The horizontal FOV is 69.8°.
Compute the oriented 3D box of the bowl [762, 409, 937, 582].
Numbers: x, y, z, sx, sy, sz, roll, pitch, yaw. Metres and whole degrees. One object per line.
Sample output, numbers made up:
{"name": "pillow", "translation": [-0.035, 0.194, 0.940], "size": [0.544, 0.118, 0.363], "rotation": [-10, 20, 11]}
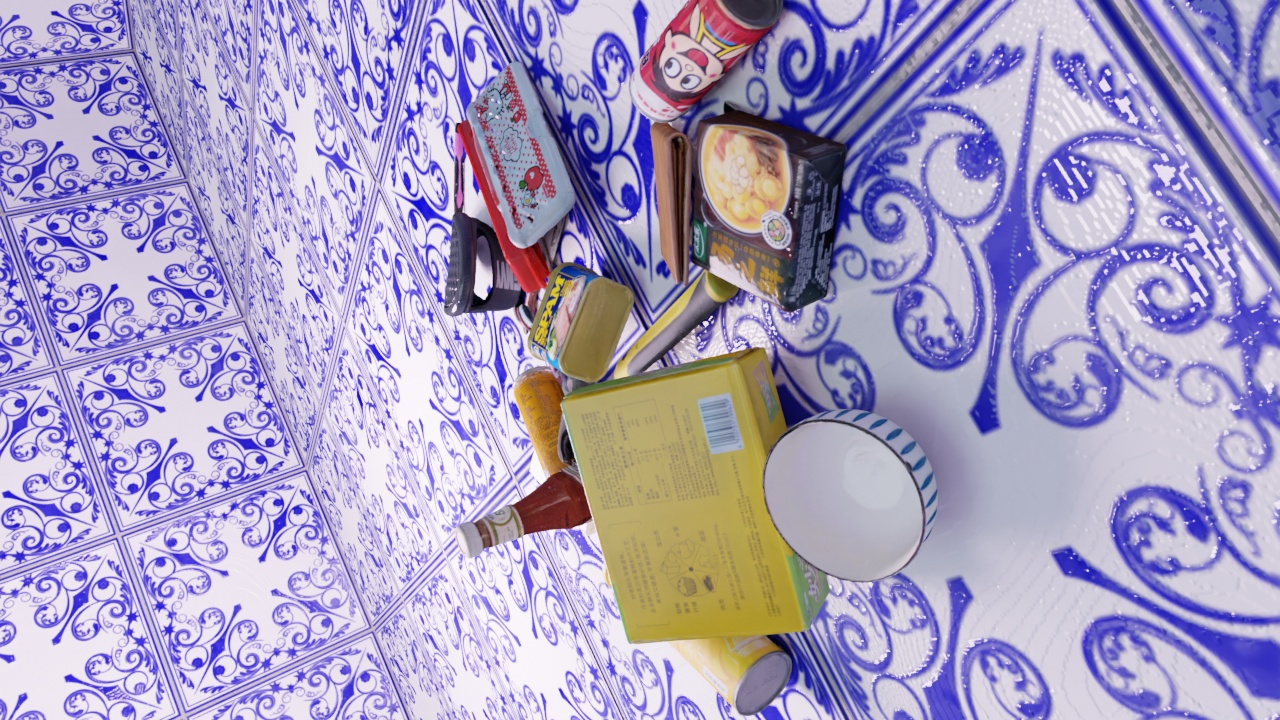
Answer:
{"name": "bowl", "translation": [0.149, 0.084, 0.626], "size": [0.117, 0.066, 0.116], "rotation": [15, 116, 34]}

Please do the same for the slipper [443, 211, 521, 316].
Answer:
{"name": "slipper", "translation": [-0.176, -0.108, 1.036], "size": [0.268, 0.083, 0.111], "rotation": [-146, 60, -77]}

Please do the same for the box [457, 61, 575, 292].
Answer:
{"name": "box", "translation": [-0.128, -0.181, 0.909], "size": [0.201, 0.073, 0.155], "rotation": [67, 150, 29]}

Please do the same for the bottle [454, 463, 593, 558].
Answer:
{"name": "bottle", "translation": [-0.085, 0.143, 0.919], "size": [0.060, 0.205, 0.060], "rotation": [36, 136, 46]}

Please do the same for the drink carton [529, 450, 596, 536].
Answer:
{"name": "drink carton", "translation": [-0.076, 0.140, 1.060], "size": [0.122, 0.045, 0.054], "rotation": [42, 130, 37]}

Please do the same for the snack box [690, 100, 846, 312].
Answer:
{"name": "snack box", "translation": [0.082, -0.112, 0.656], "size": [0.126, 0.053, 0.113], "rotation": [32, 133, 40]}

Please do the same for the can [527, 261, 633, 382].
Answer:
{"name": "can", "translation": [-0.057, -0.037, 0.871], "size": [0.083, 0.057, 0.102], "rotation": [28, 98, 60]}

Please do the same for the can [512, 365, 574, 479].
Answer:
{"name": "can", "translation": [-0.095, 0.079, 1.021], "size": [0.146, 0.058, 0.058], "rotation": [64, 151, 31]}

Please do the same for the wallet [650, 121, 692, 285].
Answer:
{"name": "wallet", "translation": [0.024, -0.125, 0.717], "size": [0.101, 0.020, 0.115], "rotation": [-107, 13, -70]}

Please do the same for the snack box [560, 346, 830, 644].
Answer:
{"name": "snack box", "translation": [0.042, 0.108, 0.718], "size": [0.158, 0.069, 0.210], "rotation": [-13, 95, 27]}

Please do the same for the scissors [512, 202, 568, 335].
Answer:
{"name": "scissors", "translation": [-0.105, -0.094, 1.001], "size": [0.189, 0.015, 0.225], "rotation": [-1, 105, 59]}

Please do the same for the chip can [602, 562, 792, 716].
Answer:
{"name": "chip can", "translation": [0.049, 0.250, 0.897], "size": [0.213, 0.071, 0.072], "rotation": [34, 134, 46]}

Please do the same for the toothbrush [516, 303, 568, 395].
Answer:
{"name": "toothbrush", "translation": [-0.085, 0.018, 1.012], "size": [0.187, 0.016, 0.017], "rotation": [59, 147, 4]}

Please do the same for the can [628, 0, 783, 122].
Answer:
{"name": "can", "translation": [0.041, -0.221, 0.647], "size": [0.133, 0.053, 0.053], "rotation": [-30, 81, 60]}

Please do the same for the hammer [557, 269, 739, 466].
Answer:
{"name": "hammer", "translation": [-0.005, 0.005, 0.838], "size": [0.324, 0.032, 0.126], "rotation": [-43, 33, 52]}

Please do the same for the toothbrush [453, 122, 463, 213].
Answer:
{"name": "toothbrush", "translation": [-0.225, -0.207, 1.130], "size": [0.017, 0.014, 0.190], "rotation": [-122, 30, -43]}
